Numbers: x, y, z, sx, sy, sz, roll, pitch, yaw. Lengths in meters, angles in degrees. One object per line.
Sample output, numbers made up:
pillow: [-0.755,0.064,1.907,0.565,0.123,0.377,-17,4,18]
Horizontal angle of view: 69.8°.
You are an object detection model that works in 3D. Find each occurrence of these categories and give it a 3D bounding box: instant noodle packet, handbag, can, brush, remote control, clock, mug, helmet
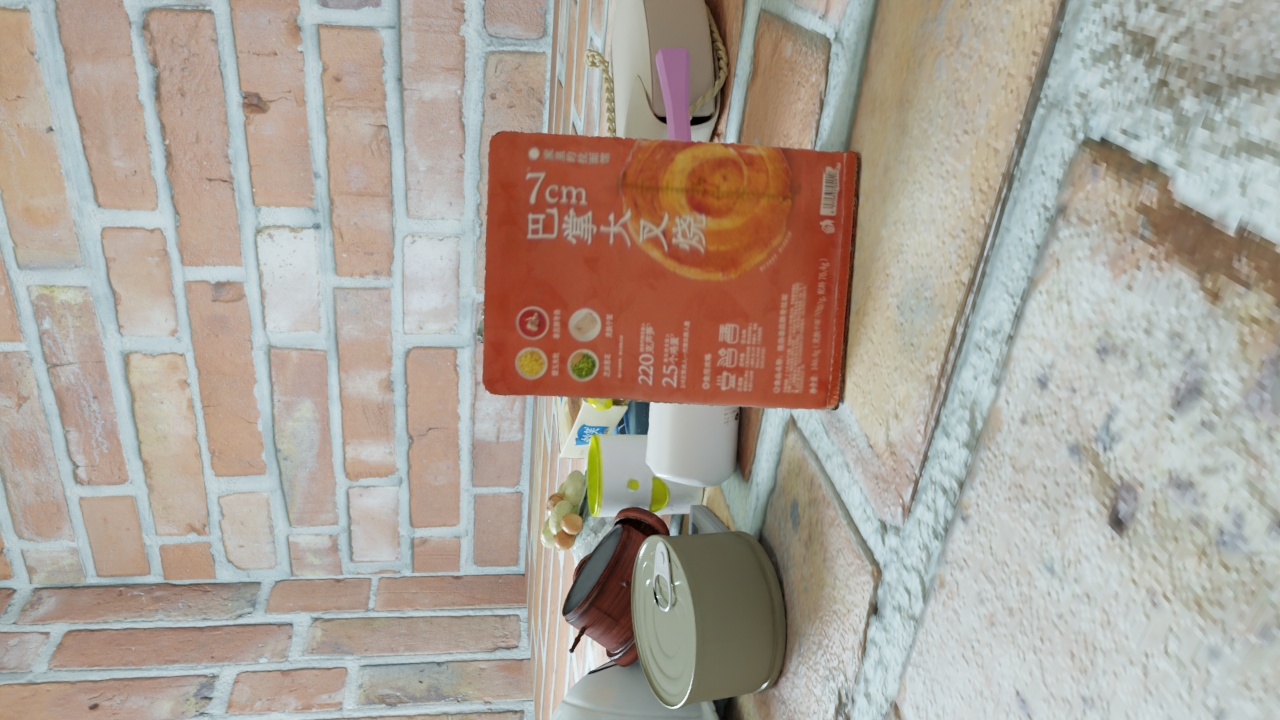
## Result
instant noodle packet: [0.014,-0.054,0.574,0.084,0.220,0.164,-139,51,-74]
handbag: [0.010,-0.274,0.927,0.211,0.103,0.208,110,154,-65]
can: [0.049,0.196,0.707,0.128,0.073,0.128,179,90,-69]
brush: [0.035,-0.157,0.799,0.043,0.089,0.228,122,143,-79]
remote control: [0.065,0.183,0.824,0.151,0.019,0.074,-150,61,-78]
clock: [-0.016,0.207,0.860,0.121,0.072,0.157,-53,7,18]
mug: [0.003,0.115,0.925,0.082,0.106,0.082,179,91,-79]
handbag: [-0.044,0.190,1.011,0.112,0.123,0.171,-67,24,5]
helmet: [-0.011,0.385,0.839,0.264,0.163,0.236,137,132,-74]

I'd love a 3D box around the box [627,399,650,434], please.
box: [0.009,0.042,1.070,0.120,0.049,0.209,79,-171,-75]

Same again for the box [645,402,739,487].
box: [0.018,0.029,0.793,0.083,0.144,0.137,-13,-68,-57]

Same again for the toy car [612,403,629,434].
toy car: [-0.016,0.050,1.153,0.055,0.056,0.153,-31,63,56]

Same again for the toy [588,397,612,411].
toy: [-0.006,0.006,0.950,0.097,0.124,0.131,-57,2,10]

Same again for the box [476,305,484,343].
box: [-0.067,-0.096,0.852,0.066,0.159,0.230,47,-161,-27]

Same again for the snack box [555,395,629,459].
snack box: [-0.065,-0.005,1.096,0.154,0.055,0.207,117,151,-57]
